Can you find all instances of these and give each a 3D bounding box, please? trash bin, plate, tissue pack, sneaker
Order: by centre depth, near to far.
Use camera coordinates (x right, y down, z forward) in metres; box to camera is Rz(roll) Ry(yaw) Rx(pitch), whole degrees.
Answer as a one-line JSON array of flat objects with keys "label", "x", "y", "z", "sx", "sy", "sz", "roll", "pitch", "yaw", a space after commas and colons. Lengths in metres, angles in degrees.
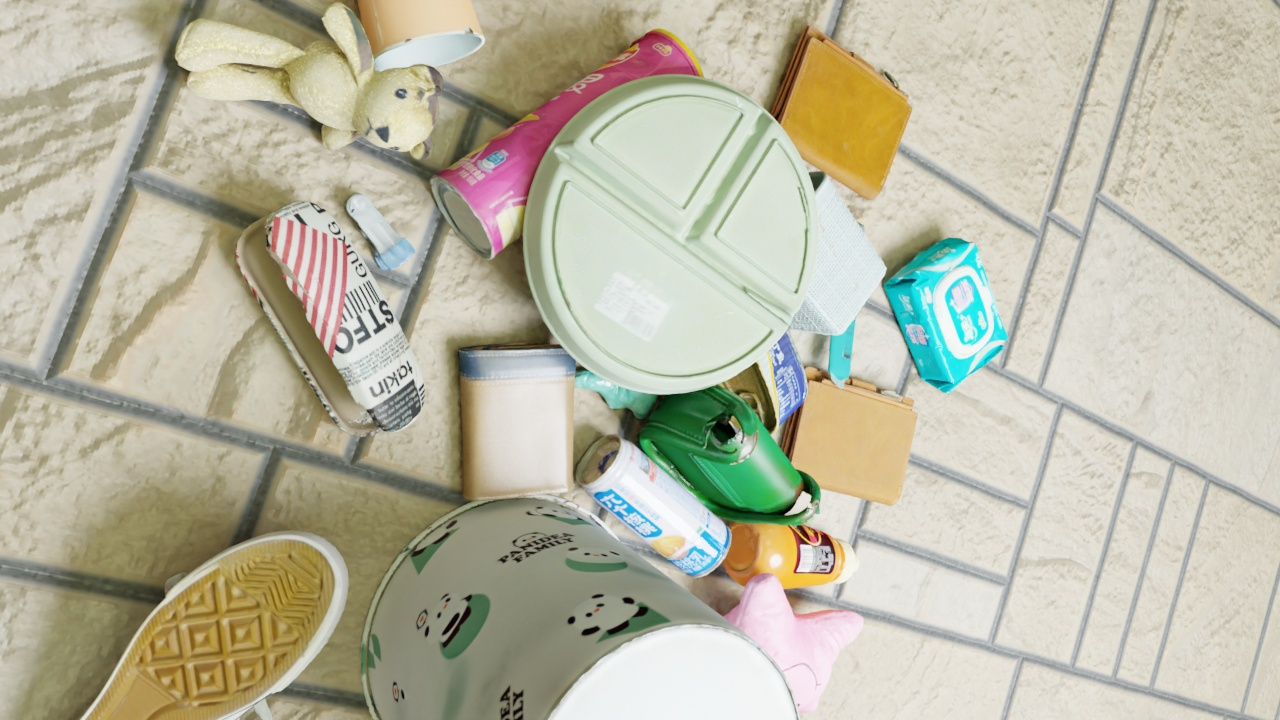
[{"label": "sneaker", "x": -0.270, "y": 0.193, "z": 0.574, "sx": 0.118, "sy": 0.088, "sz": 0.241, "roll": 43, "pitch": 94, "yaw": -1}, {"label": "trash bin", "x": -0.042, "y": 0.222, "z": 0.604, "sx": 0.229, "sy": 0.252, "sz": 0.229, "roll": -2, "pitch": 94, "yaw": -28}, {"label": "plate", "x": 0.031, "y": -0.085, "z": 0.653, "sx": 0.230, "sy": 0.027, "sz": 0.230, "roll": -4, "pitch": 102, "yaw": -20}, {"label": "tissue pack", "x": 0.296, "y": -0.044, "z": 0.879, "sx": 0.093, "sy": 0.050, "sz": 0.133, "roll": -35, "pitch": 110, "yaw": -22}]

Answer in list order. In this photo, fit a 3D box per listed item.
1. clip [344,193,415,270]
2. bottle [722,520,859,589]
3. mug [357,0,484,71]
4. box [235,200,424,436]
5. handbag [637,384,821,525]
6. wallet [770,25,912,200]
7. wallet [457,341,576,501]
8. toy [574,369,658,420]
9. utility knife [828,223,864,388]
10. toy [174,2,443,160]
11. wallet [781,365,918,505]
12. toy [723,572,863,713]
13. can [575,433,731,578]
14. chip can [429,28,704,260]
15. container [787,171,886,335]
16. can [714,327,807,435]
[{"label": "clip", "x": -0.183, "y": -0.090, "z": 0.635, "sx": 0.026, "sy": 0.038, "sz": 0.058, "roll": -42, "pitch": 114, "yaw": -17}, {"label": "bottle", "x": 0.140, "y": 0.172, "z": 0.811, "sx": 0.149, "sy": 0.067, "sz": 0.066, "roll": 15, "pitch": 87, "yaw": -36}, {"label": "mug", "x": -0.156, "y": -0.262, "z": 0.603, "sx": 0.078, "sy": 0.078, "sz": 0.123, "roll": -18, "pitch": 98, "yaw": -26}, {"label": "box", "x": -0.208, "y": -0.024, "z": 0.616, "sx": 0.163, "sy": 0.082, "sz": 0.075, "roll": 61, "pitch": 33, "yaw": -17}, {"label": "handbag", "x": 0.070, "y": 0.077, "z": 0.725, "sx": 0.068, "sy": 0.120, "sz": 0.131, "roll": -52, "pitch": 125, "yaw": -16}, {"label": "wallet", "x": 0.181, "y": -0.223, "z": 0.810, "sx": 0.130, "sy": 0.035, "sz": 0.119, "roll": 23, "pitch": 83, "yaw": -30}, {"label": "wallet", "x": -0.091, "y": 0.045, "z": 0.688, "sx": 0.090, "sy": 0.033, "sz": 0.115, "roll": -3, "pitch": 97, "yaw": -26}, {"label": "toy", "x": -0.004, "y": 0.004, "z": 0.724, "sx": 0.096, "sy": 0.030, "sz": 0.092, "roll": 9, "pitch": 110, "yaw": -18}, {"label": "utility knife", "x": 0.187, "y": -0.052, "z": 0.828, "sx": 0.029, "sy": 0.013, "sz": 0.157, "roll": 13, "pitch": 78, "yaw": -24}, {"label": "toy", "x": -0.204, "y": -0.170, "z": 0.571, "sx": 0.157, "sy": 0.066, "sz": 0.105, "roll": 12, "pitch": 132, "yaw": -8}, {"label": "wallet", "x": 0.192, "y": 0.070, "z": 0.843, "sx": 0.131, "sy": 0.031, "sz": 0.107, "roll": 15, "pitch": 86, "yaw": -25}, {"label": "toy", "x": 0.104, "y": 0.270, "z": 0.788, "sx": 0.194, "sy": 0.074, "sz": 0.179, "roll": 33, "pitch": 101, "yaw": -39}, {"label": "can", "x": 0.011, "y": 0.117, "z": 0.737, "sx": 0.134, "sy": 0.053, "sz": 0.053, "roll": 43, "pitch": 74, "yaw": -25}, {"label": "chip can", "x": -0.049, "y": -0.159, "z": 0.669, "sx": 0.210, "sy": 0.071, "sz": 0.071, "roll": -40, "pitch": 111, "yaw": -20}, {"label": "container", "x": 0.134, "y": -0.085, "z": 0.768, "sx": 0.111, "sy": 0.090, "sz": 0.089, "roll": 46, "pitch": 73, "yaw": -27}, {"label": "can", "x": 0.083, "y": -0.010, "z": 0.751, "sx": 0.049, "sy": 0.075, "sz": 0.148, "roll": -39, "pitch": 111, "yaw": -32}]
